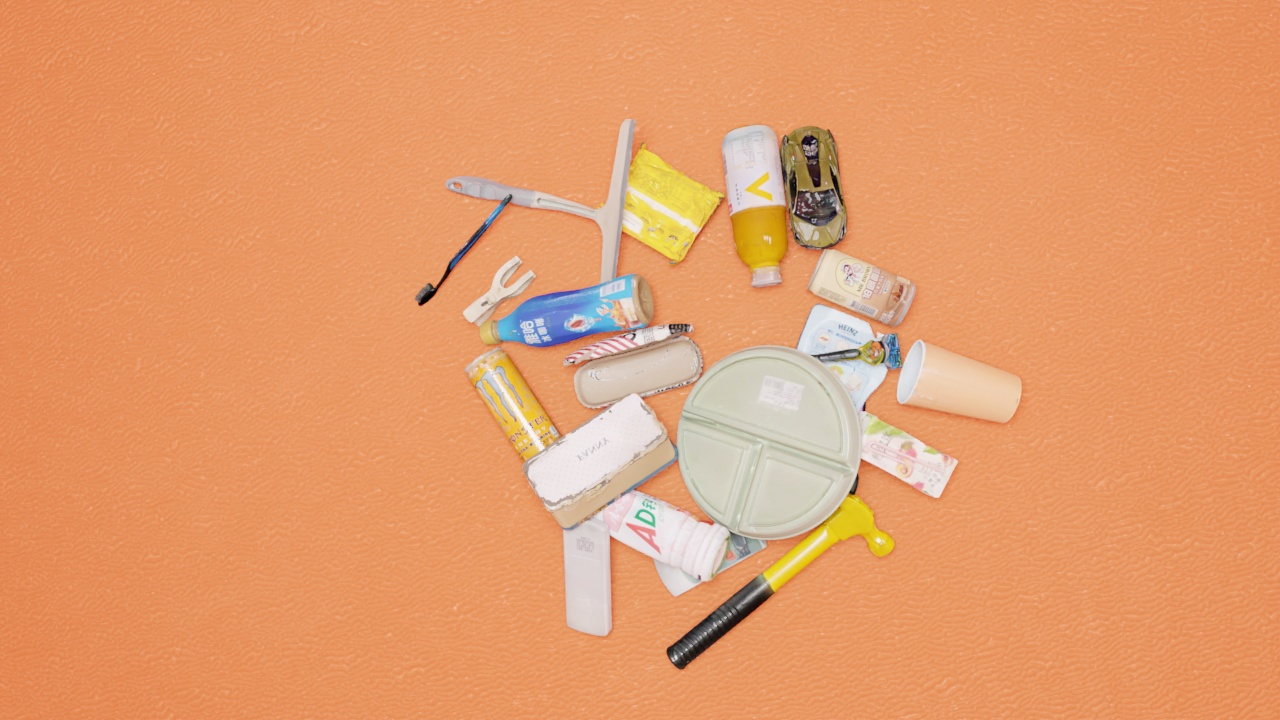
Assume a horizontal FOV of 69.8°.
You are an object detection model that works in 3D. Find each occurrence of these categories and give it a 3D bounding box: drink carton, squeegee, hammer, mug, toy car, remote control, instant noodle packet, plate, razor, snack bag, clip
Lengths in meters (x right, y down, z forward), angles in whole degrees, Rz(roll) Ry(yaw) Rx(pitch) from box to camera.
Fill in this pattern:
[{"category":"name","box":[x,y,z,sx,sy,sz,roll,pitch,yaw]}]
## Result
[{"category":"drink carton","box":[0.303,0.110,1.071,0.122,0.045,0.053,27,91,-11]},{"category":"squeegee","box":[-0.128,-0.197,1.139,0.247,0.039,0.247,15,115,17]},{"category":"hammer","box":[0.152,0.265,1.097,0.301,0.033,0.129,-41,101,7]},{"category":"mug","box":[0.373,0.029,1.071,0.123,0.078,0.078,16,90,1]},{"category":"toy car","box":[0.208,-0.207,1.095,0.070,0.042,0.158,-8,72,5]},{"category":"remote control","box":[0.084,0.234,1.120,0.135,0.019,0.056,-29,86,4]},{"category":"instant noodle packet","box":[0.022,-0.190,1.125,0.128,0.044,0.111,34,94,8]},{"category":"plate","box":[0.141,0.094,1.071,0.231,0.027,0.230,-4,82,27]},{"category":"razor","box":[0.232,-0.005,1.076,0.143,0.022,0.042,-7,78,11]},{"category":"remote control","box":[-0.063,0.260,1.109,0.058,0.021,0.150,7,107,25]},{"category":"snack bag","box":[0.225,0.037,1.100,0.110,0.039,0.191,22,89,19]},{"category":"clip","box":[-0.177,-0.083,1.146,0.034,0.072,0.100,44,87,4]}]

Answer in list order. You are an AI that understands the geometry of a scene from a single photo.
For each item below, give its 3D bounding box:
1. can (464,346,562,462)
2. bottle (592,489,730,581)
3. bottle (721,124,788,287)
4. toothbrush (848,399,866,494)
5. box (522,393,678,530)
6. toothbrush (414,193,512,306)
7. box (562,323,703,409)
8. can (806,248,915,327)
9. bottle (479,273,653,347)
[{"category":"can","box":[-0.155,0.058,1.130,0.058,0.058,0.146,-35,85,4]},{"category":"bottle","box":[0.007,0.195,1.097,0.197,0.068,0.068,21,91,19]},{"category":"bottle","box":[0.140,-0.183,1.100,0.068,0.068,0.189,-7,88,6]},{"category":"toothbrush","box":[0.264,0.071,1.110,0.014,0.018,0.189,7,86,5]},{"category":"box","box":[-0.042,0.115,1.088,0.184,0.062,0.089,-30,53,-7]},{"category":"toothbrush","box":[-0.222,-0.139,1.147,0.190,0.014,0.016,-47,72,16]},{"category":"box","box":[-0.006,0.007,1.109,0.162,0.075,0.086,-18,95,4]},{"category":"can","box":[0.262,-0.087,1.089,0.116,0.058,0.058,24,91,6]},{"category":"bottle","box":[-0.094,-0.052,1.114,0.219,0.065,0.065,-12,87,20]}]
